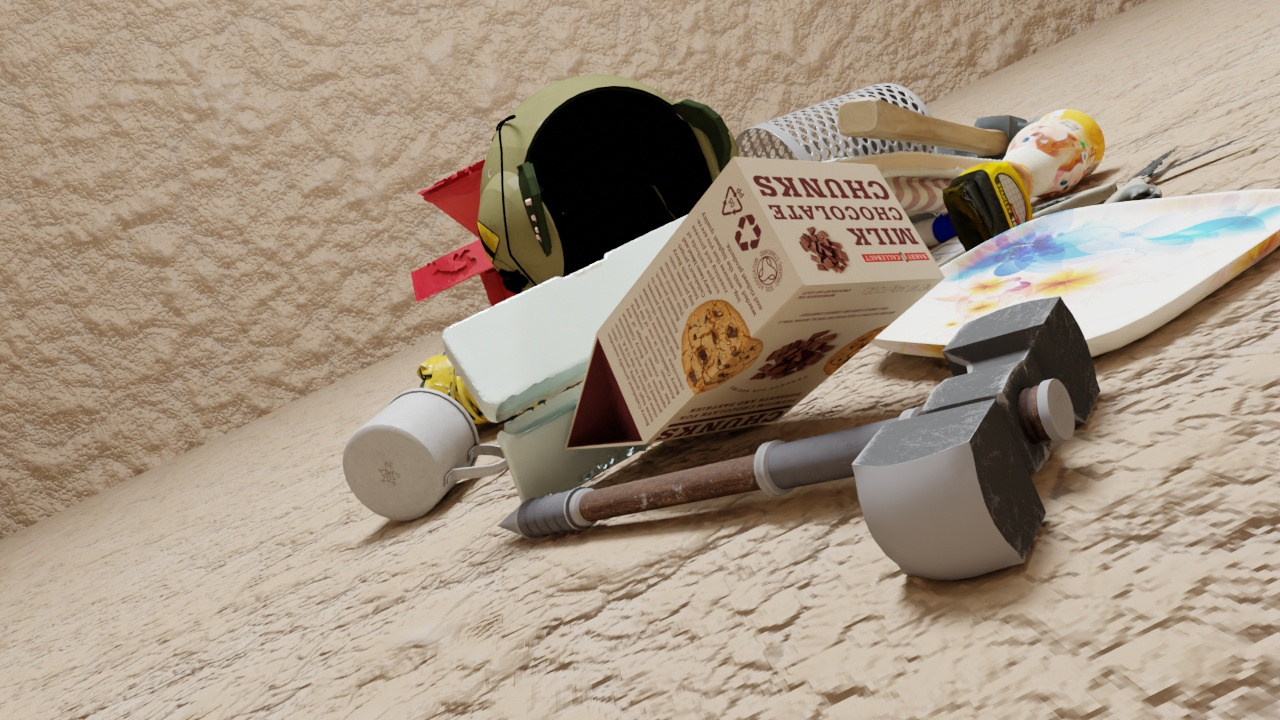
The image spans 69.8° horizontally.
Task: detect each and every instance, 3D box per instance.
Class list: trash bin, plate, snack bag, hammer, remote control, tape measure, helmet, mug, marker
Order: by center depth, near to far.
[{"bbox_3d":[0.032,0.056,0.425,0.323,0.043,0.155,-19,11,42],"label":"hammer"},{"bbox_3d":[0.042,-0.008,0.483,0.094,0.070,0.207,-6,-29,-36],"label":"snack bag"},{"bbox_3d":[0.227,-0.043,0.493,0.186,0.016,0.187,-29,15,-19],"label":"plate"},{"bbox_3d":[0.247,-0.106,0.653,0.064,0.065,0.037,-38,12,-34],"label":"tape measure"},{"bbox_3d":[0.206,-0.065,0.692,0.135,0.011,0.050,-28,11,-18],"label":"remote control"},{"bbox_3d":[-0.161,0.074,0.698,0.113,0.084,0.070,11,22,11],"label":"mug"},{"bbox_3d":[0.262,-0.194,0.786,0.117,0.051,0.322,5,9,40],"label":"hammer"},{"bbox_3d":[0.236,-0.109,0.806,0.027,0.023,0.133,-44,18,-26],"label":"marker"},{"bbox_3d":[-0.030,-0.135,0.856,0.250,0.256,0.233,-27,13,-16],"label":"helmet"},{"bbox_3d":[0.218,-0.211,1.016,0.183,0.156,0.157,-26,10,-20],"label":"trash bin"}]

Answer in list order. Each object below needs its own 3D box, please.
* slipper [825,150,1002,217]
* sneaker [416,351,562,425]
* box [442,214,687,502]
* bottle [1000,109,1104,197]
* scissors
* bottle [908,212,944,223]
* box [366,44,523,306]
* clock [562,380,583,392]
[{"bbox_3d":[0.227,-0.141,0.771,0.262,0.052,0.115,-8,3,-35],"label":"slipper"},{"bbox_3d":[-0.143,0.022,0.858,0.122,0.086,0.239,-21,5,-15],"label":"sneaker"},{"bbox_3d":[-0.010,-0.005,0.568,0.197,0.122,0.078,-27,27,-19],"label":"box"},{"bbox_3d":[0.329,-0.163,0.750,0.108,0.063,0.063,-30,11,-31],"label":"bottle"},{"bbox_3d":[0.340,-0.121,0.656,0.158,0.012,0.169,-15,14,42],"label":"scissors"},{"bbox_3d":[0.271,-0.158,0.910,0.113,0.047,0.046,-16,13,39],"label":"bottle"},{"bbox_3d":[-0.151,-0.197,1.196,0.212,0.378,0.123,-20,22,22],"label":"box"},{"bbox_3d":[-0.004,0.004,0.660,0.157,0.073,0.121,-14,11,0],"label":"clock"}]
